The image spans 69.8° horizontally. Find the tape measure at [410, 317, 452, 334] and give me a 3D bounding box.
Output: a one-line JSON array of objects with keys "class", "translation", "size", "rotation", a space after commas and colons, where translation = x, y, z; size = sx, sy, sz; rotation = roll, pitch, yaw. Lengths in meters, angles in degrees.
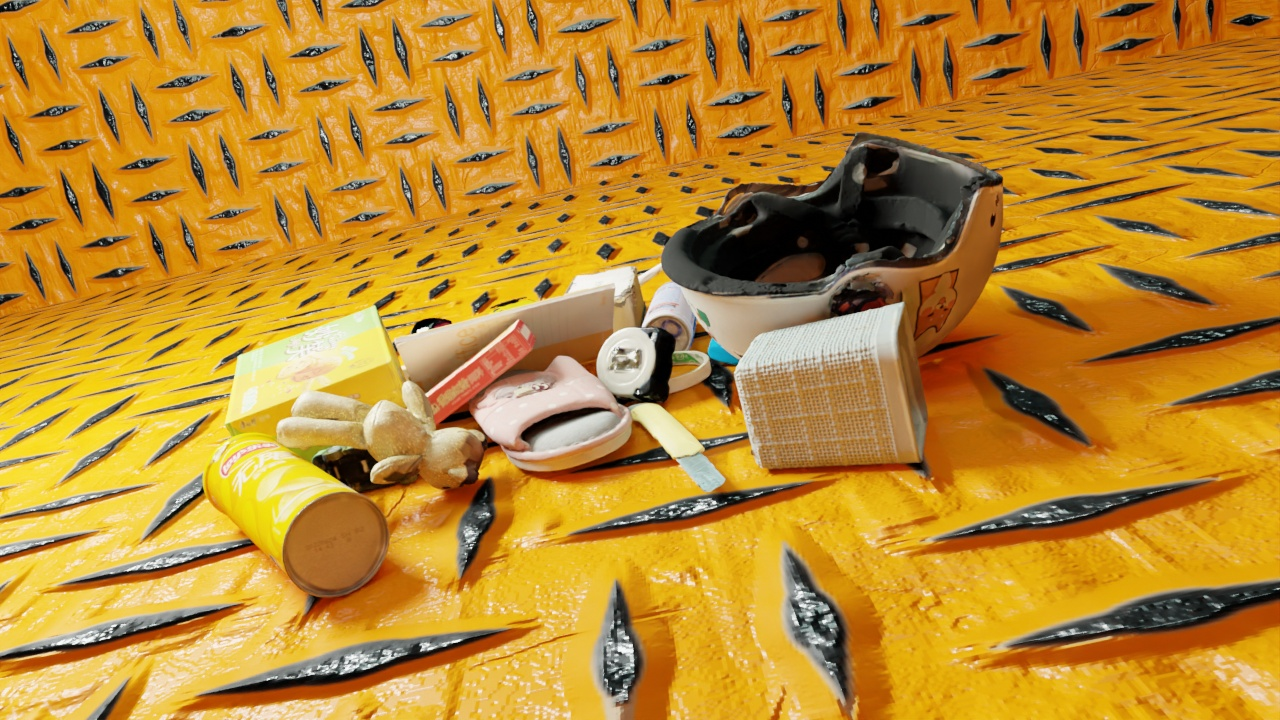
[{"class": "tape measure", "translation": [-0.245, -0.023, 1.098], "size": [0.039, 0.057, 0.057], "rotation": [0, 12, 33]}]

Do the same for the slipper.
[{"class": "slipper", "translation": [-0.090, 0.035, 0.799], "size": [0.114, 0.054, 0.274], "rotation": [-19, 16, -19]}]

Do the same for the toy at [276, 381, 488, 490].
[{"class": "toy", "translation": [-0.197, 0.062, 0.705], "size": [0.157, 0.066, 0.105], "rotation": [14, 32, -4]}]

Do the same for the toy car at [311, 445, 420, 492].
[{"class": "toy car", "translation": [-0.223, 0.083, 0.759], "size": [0.091, 0.043, 0.036], "rotation": [-11, 16, 6]}]

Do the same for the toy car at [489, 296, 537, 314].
[{"class": "toy car", "translation": [-0.144, -0.050, 1.140], "size": [0.071, 0.041, 0.156], "rotation": [-18, 19, -16]}]

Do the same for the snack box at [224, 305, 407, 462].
[{"class": "snack box", "translation": [-0.320, 0.026, 0.921], "size": [0.157, 0.070, 0.210], "rotation": [-22, 24, -12]}]

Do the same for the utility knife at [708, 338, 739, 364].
[{"class": "utility knife", "translation": [0.096, -0.036, 0.956], "size": [0.034, 0.018, 0.218], "rotation": [8, 19, 7]}]

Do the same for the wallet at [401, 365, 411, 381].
[{"class": "wallet", "translation": [-0.294, 0.032, 1.013], "size": [0.087, 0.024, 0.114], "rotation": [0, 21, 31]}]

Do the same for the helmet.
[{"class": "helmet", "translation": [0.167, -0.067, 0.764], "size": [0.274, 0.157, 0.230], "rotation": [-27, 30, -8]}]

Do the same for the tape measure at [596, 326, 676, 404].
[{"class": "tape measure", "translation": [-0.005, 0.005, 0.812], "size": [0.066, 0.065, 0.033], "rotation": [-3, -17, 33]}]

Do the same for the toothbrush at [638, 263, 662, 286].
[{"class": "toothbrush", "translation": [0.019, -0.111, 1.148], "size": [0.180, 0.016, 0.016], "rotation": [-31, 22, 27]}]

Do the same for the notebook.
[{"class": "notebook", "translation": [-0.125, -0.013, 0.898], "size": [0.206, 0.010, 0.146], "rotation": [-15, -25, -10]}]

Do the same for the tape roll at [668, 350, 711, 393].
[{"class": "tape roll", "translation": [0.024, 0.011, 0.861], "size": [0.086, 0.014, 0.085], "rotation": [-12, 17, 4]}]

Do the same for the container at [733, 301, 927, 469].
[{"class": "container", "translation": [0.131, 0.020, 0.629], "size": [0.112, 0.090, 0.089], "rotation": [-9, 17, 24]}]

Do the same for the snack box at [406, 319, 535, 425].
[{"class": "snack box", "translation": [-0.160, 0.023, 0.809], "size": [0.153, 0.025, 0.075], "rotation": [-38, 9, 3]}]

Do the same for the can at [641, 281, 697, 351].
[{"class": "can", "translation": [0.032, -0.042, 0.960], "size": [0.053, 0.053, 0.134], "rotation": [-10, 17, 10]}]

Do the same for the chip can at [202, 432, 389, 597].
[{"class": "chip can", "translation": [-0.254, 0.106, 0.665], "size": [0.071, 0.072, 0.214], "rotation": [-24, 21, -33]}]

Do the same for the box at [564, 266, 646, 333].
[{"class": "box", "translation": [-0.042, -0.063, 1.077], "size": [0.090, 0.062, 0.184], "rotation": [-10, 15, 9]}]

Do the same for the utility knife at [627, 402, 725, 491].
[{"class": "utility knife", "translation": [0.025, 0.059, 0.695], "size": [0.031, 0.022, 0.216], "rotation": [-17, 10, -10]}]
